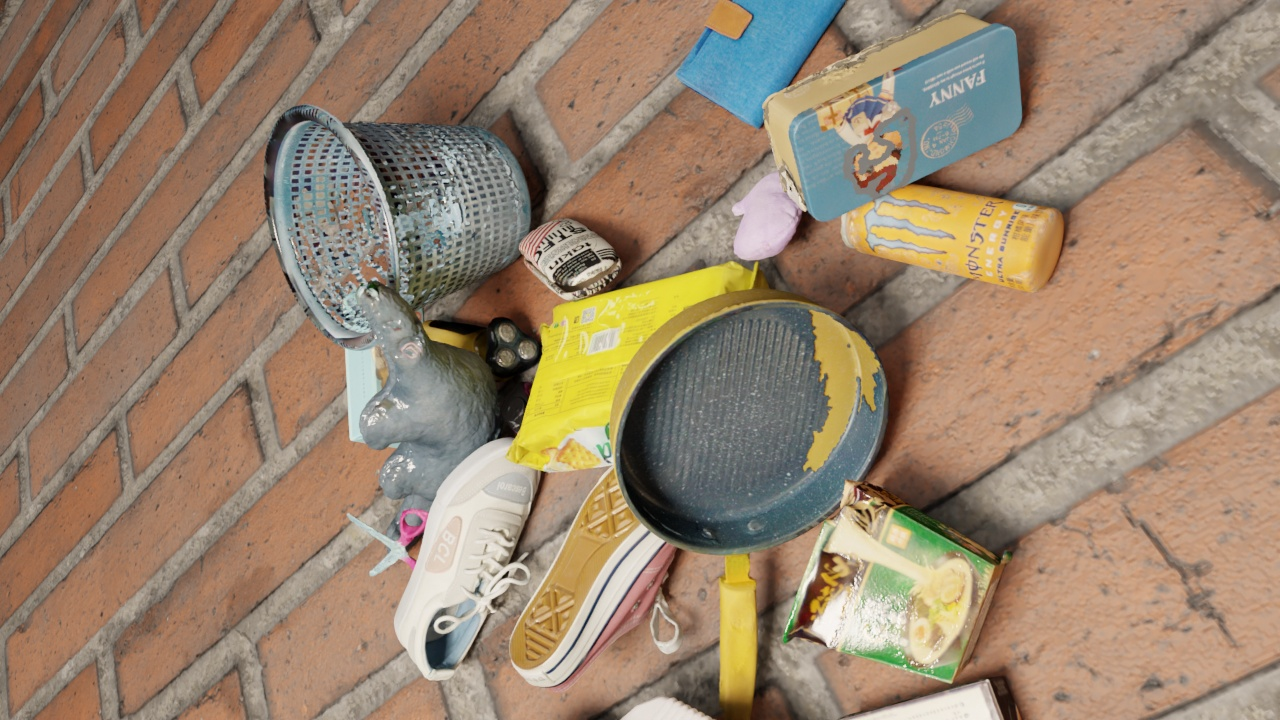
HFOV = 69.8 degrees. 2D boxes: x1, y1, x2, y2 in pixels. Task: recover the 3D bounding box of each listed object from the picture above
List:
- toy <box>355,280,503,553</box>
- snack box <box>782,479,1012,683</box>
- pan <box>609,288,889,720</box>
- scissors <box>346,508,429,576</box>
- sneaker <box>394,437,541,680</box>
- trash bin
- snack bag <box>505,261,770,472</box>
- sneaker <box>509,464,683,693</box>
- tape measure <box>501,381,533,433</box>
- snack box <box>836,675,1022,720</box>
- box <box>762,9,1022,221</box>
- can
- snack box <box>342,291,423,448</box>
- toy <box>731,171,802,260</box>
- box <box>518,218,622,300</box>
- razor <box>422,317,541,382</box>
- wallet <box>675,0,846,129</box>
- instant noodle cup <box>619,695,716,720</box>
[{"bbox_3d":[-0.197,0.059,0.868,0.091,0.137,0.357,53,150,37],"label":"toy"},{"bbox_3d":[0.174,0.153,0.607,0.106,0.118,0.117,21,91,29],"label":"snack box"},{"bbox_3d":[0.074,0.124,0.654,0.078,0.197,0.358,-119,29,-60],"label":"pan"},{"bbox_3d":[-0.233,0.188,0.907,0.134,0.133,0.017,-44,12,36],"label":"scissors"},{"bbox_3d":[-0.156,0.189,0.854,0.091,0.089,0.242,42,109,52],"label":"sneaker"},{"bbox_3d":[-0.224,-0.143,0.900,0.227,0.194,0.227,21,121,39],"label":"trash bin"},{"bbox_3d":[-0.005,0.005,0.775,0.247,0.068,0.157,-12,52,35],"label":"snack bag"},{"bbox_3d":[-0.008,0.167,0.752,0.118,0.088,0.240,13,63,50],"label":"sneaker"},{"bbox_3d":[-0.104,0.051,0.872,0.039,0.057,0.057,-49,23,16],"label":"tape measure"},{"bbox_3d":[0.197,0.280,0.587,0.113,0.053,0.125,-29,63,29],"label":"snack box"},{"bbox_3d":[0.184,-0.177,0.652,0.184,0.090,0.062,-26,38,1],"label":"box"},{"bbox_3d":[0.221,-0.093,0.659,0.146,0.058,0.058,21,92,39],"label":"can"},{"bbox_3d":[-0.277,0.007,1.005,0.052,0.074,0.174,-23,66,32],"label":"snack box"},{"bbox_3d":[0.104,-0.119,0.749,0.084,0.039,0.107,-29,29,32],"label":"toy"},{"bbox_3d":[-0.071,-0.102,0.859,0.072,0.060,0.164,-50,32,-2],"label":"box"},{"bbox_3d":[-0.174,-0.020,0.949,0.168,0.062,0.068,14,119,44],"label":"razor"},{"bbox_3d":[0.103,-0.285,0.812,0.106,0.040,0.133,43,104,32],"label":"wallet"},{"bbox_3d":[0.059,0.304,0.649,0.174,0.138,0.060,15,54,40],"label":"instant noodle cup"}]
